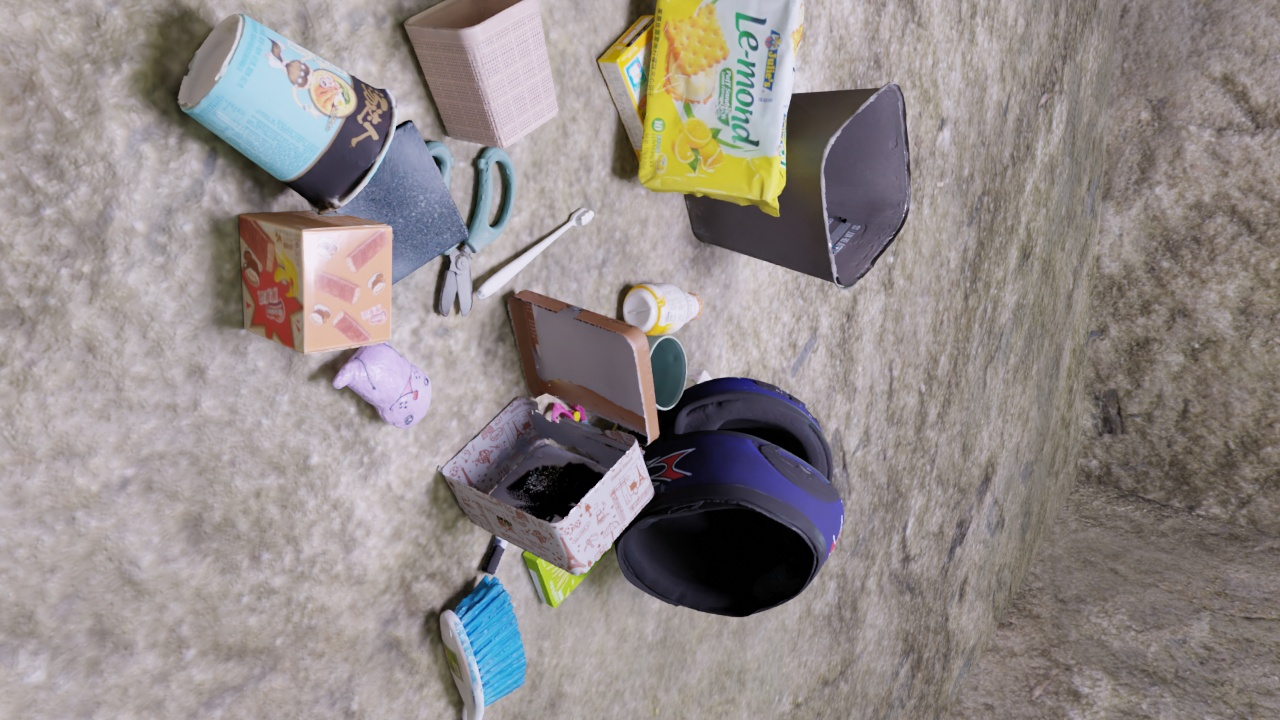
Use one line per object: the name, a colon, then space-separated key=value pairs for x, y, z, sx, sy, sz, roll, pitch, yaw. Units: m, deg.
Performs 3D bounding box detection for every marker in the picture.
marker: x=-0.142 y=0.173 z=1.009 sx=0.018 sy=0.023 sz=0.130 roll=26 pitch=83 yaw=-23

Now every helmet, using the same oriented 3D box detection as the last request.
helmet: x=0.105 y=0.136 z=1.048 sx=0.247 sy=0.316 sz=0.239 roll=31 pitch=53 yaw=-12

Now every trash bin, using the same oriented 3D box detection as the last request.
trash bin: x=0.183 y=-0.218 z=1.109 sx=0.198 sy=0.220 sz=0.199 roll=-45 pitch=133 yaw=-33

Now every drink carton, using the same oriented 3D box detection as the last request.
drink carton: x=0.081 y=0.055 z=1.219 sx=0.045 sy=0.054 sz=0.122 roll=-60 pitch=140 yaw=-16

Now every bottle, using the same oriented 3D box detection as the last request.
bottle: x=0.030 y=-0.062 z=1.101 sx=0.108 sy=0.063 sz=0.063 roll=-9 pitch=110 yaw=-50

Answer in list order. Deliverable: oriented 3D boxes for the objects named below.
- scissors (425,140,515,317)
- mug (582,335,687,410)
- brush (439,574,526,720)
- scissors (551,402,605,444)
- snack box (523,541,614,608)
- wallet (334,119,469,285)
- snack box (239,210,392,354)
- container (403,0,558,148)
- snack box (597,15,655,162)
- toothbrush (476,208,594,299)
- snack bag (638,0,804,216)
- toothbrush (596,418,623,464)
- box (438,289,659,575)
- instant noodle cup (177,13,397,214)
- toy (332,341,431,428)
scissors: x=-0.179 y=-0.124 z=0.854 sx=0.161 sy=0.019 sz=0.179 roll=17 pitch=91 yaw=-53
mug: x=-0.006 y=0.006 z=1.041 sx=0.111 sy=0.106 sz=0.082 roll=-38 pitch=121 yaw=-48
brush: x=-0.176 y=0.385 z=1.026 sx=0.109 sy=0.060 sz=0.315 roll=-30 pitch=128 yaw=-35
scissors: x=-0.063 y=0.070 z=1.078 sx=0.137 sy=0.017 sz=0.072 roll=48 pitch=57 yaw=-53
snack box: x=-0.071 y=0.215 z=1.110 sx=0.156 sy=0.026 sz=0.086 roll=-42 pitch=133 yaw=-35
wallet: x=-0.211 y=-0.133 z=0.792 sx=0.097 sy=0.019 sz=0.121 roll=-37 pitch=127 yaw=-21
snack box: x=-0.254 y=-0.064 z=0.718 sx=0.076 sy=0.093 sz=0.094 roll=-14 pitch=114 yaw=-48
container: x=-0.134 y=-0.255 z=0.805 sx=0.089 sy=0.090 sz=0.111 roll=-44 pitch=137 yaw=-33
snack box: x=0.011 y=-0.297 z=1.017 sx=0.086 sy=0.034 sz=0.140 roll=-53 pitch=137 yaw=-25
toothbrush: x=-0.106 y=-0.111 z=0.941 sx=0.179 sy=0.016 sz=0.016 roll=-45 pitch=135 yaw=-38
snack bag: x=0.088 y=-0.284 z=0.969 sx=0.068 sy=0.158 sz=0.247 roll=-21 pitch=120 yaw=-63
toothbrush: x=-0.026 y=0.082 z=1.120 sx=0.185 sy=0.012 sz=0.017 roll=-62 pitch=155 yaw=-21
box: x=-0.096 y=0.074 z=0.900 sx=0.157 sy=0.181 sz=0.218 roll=-35 pitch=131 yaw=-37
instant noodle cup: x=-0.259 y=-0.182 z=0.666 sx=0.120 sy=0.111 sz=0.111 roll=31 pitch=78 yaw=-44
toy: x=-0.227 y=0.017 z=0.829 sx=0.108 sy=0.039 sz=0.083 roll=54 pitch=50 yaw=-45
